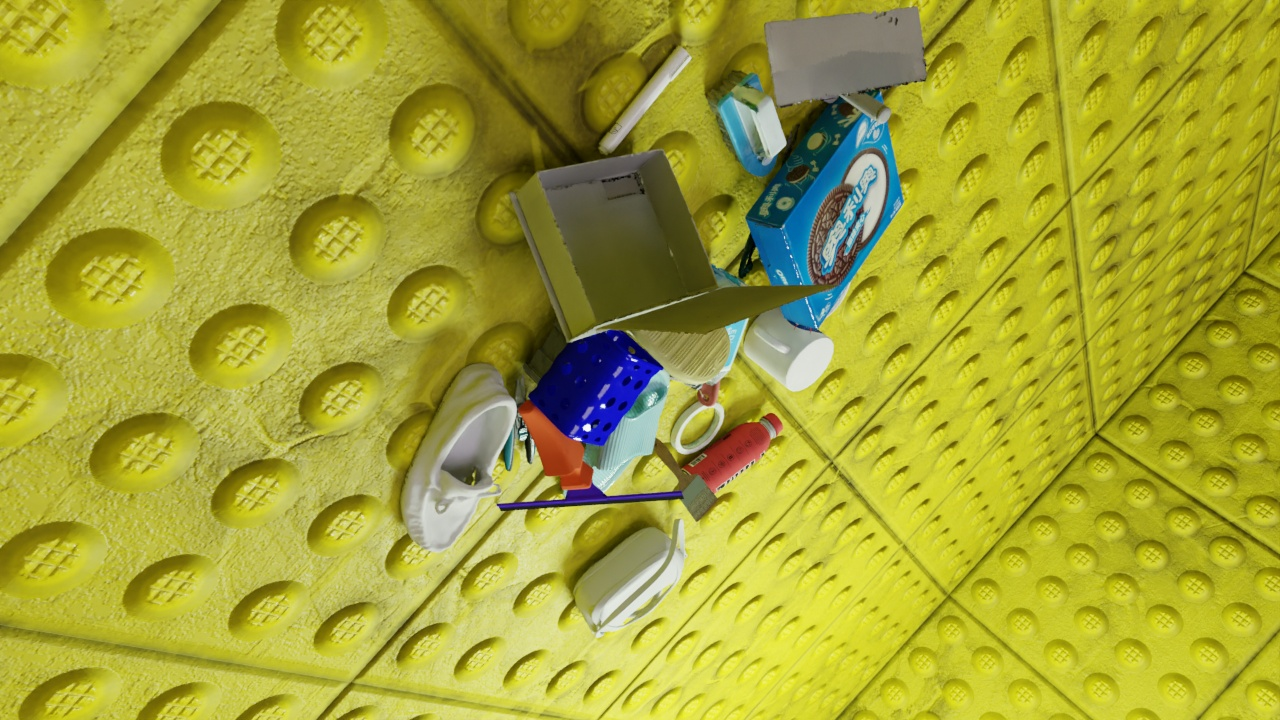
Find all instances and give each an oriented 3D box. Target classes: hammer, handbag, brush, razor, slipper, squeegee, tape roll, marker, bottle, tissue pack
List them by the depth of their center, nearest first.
[{"bbox_3d":[0.003,-0.262,0.931,0.133,0.020,0.017,-50,154,4],"label":"marker"},{"bbox_3d":[0.128,-0.252,1.021,0.055,0.075,0.136,-43,143,-6],"label":"brush"},{"bbox_3d":[-0.202,0.122,1.046,0.112,0.074,0.247,9,119,-32],"label":"slipper"},{"bbox_3d":[0.240,-0.305,1.049,0.088,0.116,0.047,9,122,-49],"label":"razor"},{"bbox_3d":[0.017,-0.045,1.075,0.190,0.082,0.091,43,68,-17],"label":"slipper"},{"bbox_3d":[-0.094,0.109,1.077,0.185,0.250,0.055,61,30,-44],"label":"squeegee"},{"bbox_3d":[0.086,-0.051,1.149,0.061,0.093,0.145,-12,131,-42],"label":"tissue pack"},{"bbox_3d":[-0.007,0.007,1.157,0.321,0.044,0.098,15,112,-53],"label":"hammer"},{"bbox_3d":[-0.024,0.105,1.166,0.115,0.069,0.277,-18,147,-40],"label":"slipper"},{"bbox_3d":[0.053,0.154,1.262,0.008,0.143,0.045,17,119,-50],"label":"brush"},{"bbox_3d":[0.114,-0.009,1.267,0.030,0.041,0.173,-33,146,-48],"label":"brush"},{"bbox_3d":[0.084,0.097,1.351,0.092,0.013,0.093,-26,139,-26],"label":"tape roll"},{"bbox_3d":[0.145,0.142,1.414,0.176,0.062,0.062,-35,142,-17],"label":"bottle"},{"bbox_3d":[0.006,0.359,1.453,0.215,0.095,0.223,-38,148,-10],"label":"handbag"}]

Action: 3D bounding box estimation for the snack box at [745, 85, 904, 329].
[{"bbox_3d":[0.238,-0.190,1.146,0.238,0.056,0.195,-53,141,-18],"label":"snack box"}]

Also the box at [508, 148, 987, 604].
[{"bbox_3d":[0.078,-0.017,0.826,0.166,0.506,0.149,-20,140,-34],"label":"box"}]

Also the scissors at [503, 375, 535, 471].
[{"bbox_3d":[-0.140,0.076,1.099,0.129,0.019,0.138,-47,141,7],"label":"scissors"}]

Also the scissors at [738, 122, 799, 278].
[{"bbox_3d":[0.172,-0.197,1.150,0.154,0.015,0.209,4,107,-70],"label":"scissors"}]

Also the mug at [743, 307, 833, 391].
[{"bbox_3d":[0.202,-0.021,1.295,0.121,0.090,0.091,19,108,-52],"label":"mug"}]

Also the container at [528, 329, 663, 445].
[{"bbox_3d":[-0.050,0.024,1.009,0.114,0.084,0.085,-54,147,9],"label":"container"}]

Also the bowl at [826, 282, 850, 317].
[{"bbox_3d":[0.241,-0.110,1.282,0.104,0.054,0.105,-25,132,-30],"label":"bowl"}]
